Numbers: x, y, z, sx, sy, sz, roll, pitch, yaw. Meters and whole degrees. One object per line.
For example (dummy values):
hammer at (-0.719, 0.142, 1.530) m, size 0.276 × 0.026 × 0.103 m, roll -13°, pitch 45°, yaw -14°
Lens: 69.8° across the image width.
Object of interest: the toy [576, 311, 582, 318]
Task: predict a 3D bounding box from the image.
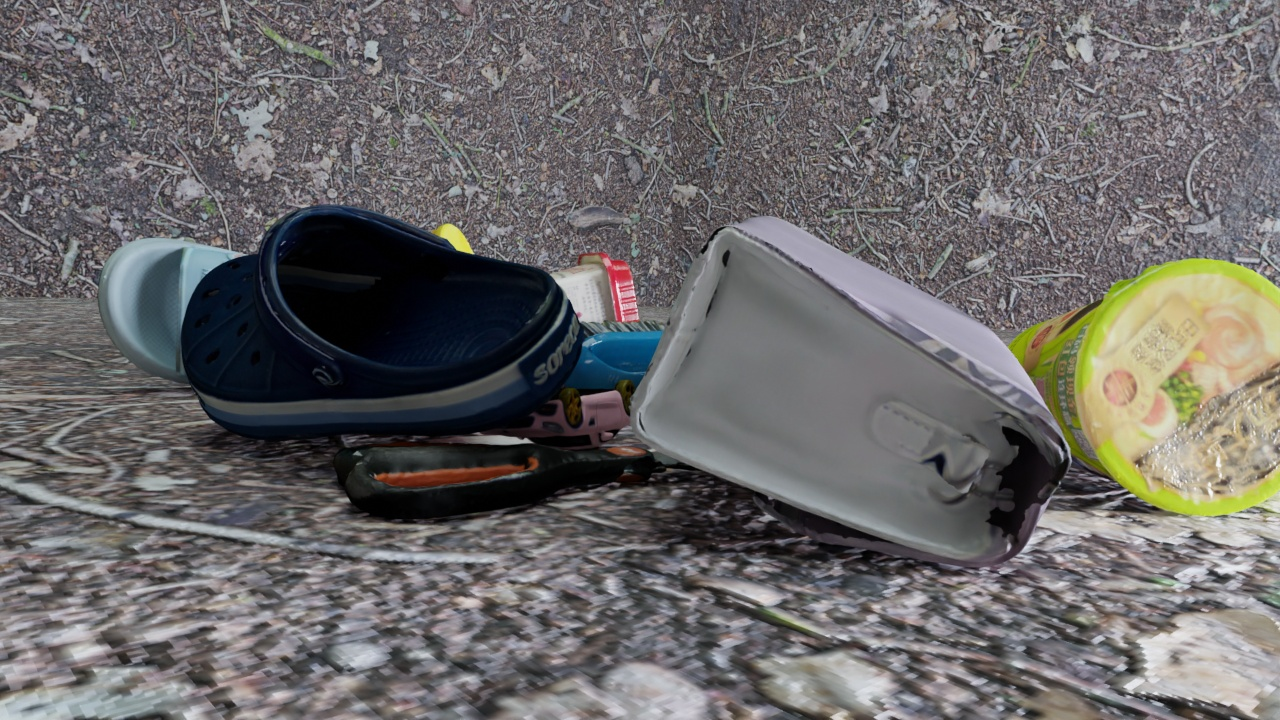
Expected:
toy at (-0.121, -0.005, 0.574) m, size 0.178 × 0.074 × 0.194 m, roll -13°, pitch 12°, yaw 1°

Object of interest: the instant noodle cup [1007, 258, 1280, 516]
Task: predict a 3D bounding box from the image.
instant noodle cup at (0.238, 0.014, 0.456) m, size 0.111 × 0.111 × 0.123 m, roll 2°, pitch -3°, yaw -4°

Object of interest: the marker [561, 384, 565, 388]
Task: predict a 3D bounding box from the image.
marker at (-0.115, 0.020, 0.680) m, size 0.145 × 0.017 × 0.017 m, roll -2°, pitch 7°, yaw -42°

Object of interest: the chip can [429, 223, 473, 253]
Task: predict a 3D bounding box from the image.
chip can at (-0.249, -0.055, 0.799) m, size 0.214 × 0.072 × 0.072 m, roll -15°, pitch 1°, yaw 12°

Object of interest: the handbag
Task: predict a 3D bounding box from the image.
handbag at (0.085, 0.005, 0.393) m, size 0.145 × 0.098 × 0.196 m, roll 22°, pitch 14°, yaw 7°

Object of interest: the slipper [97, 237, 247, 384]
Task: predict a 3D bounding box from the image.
slipper at (-0.264, -0.026, 0.683) m, size 0.245 × 0.104 × 0.074 m, roll 7°, pitch 1°, yaw -29°

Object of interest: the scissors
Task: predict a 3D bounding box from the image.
scissors at (-0.026, 0.043, 0.427) m, size 0.153 × 0.022 × 0.234 m, roll 6°, pitch 7°, yaw 43°

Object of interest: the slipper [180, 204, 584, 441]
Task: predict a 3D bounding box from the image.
slipper at (-0.146, -0.022, 0.442) m, size 0.253 × 0.095 × 0.104 m, roll 6°, pitch 42°, yaw 32°

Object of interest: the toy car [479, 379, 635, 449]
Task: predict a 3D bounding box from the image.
toy car at (-0.042, 0.029, 0.477) m, size 0.056 × 0.037 × 0.122 m, roll -3°, pitch 0°, yaw 21°

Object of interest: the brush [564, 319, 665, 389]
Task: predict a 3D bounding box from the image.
brush at (-0.004, 0.004, 0.726) m, size 0.073 × 0.055 × 0.143 m, roll 34°, pitch 23°, yaw 35°

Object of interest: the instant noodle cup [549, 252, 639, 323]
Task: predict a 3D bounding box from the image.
instant noodle cup at (-0.073, -0.031, 0.815) m, size 0.124 × 0.117 × 0.116 m, roll -11°, pitch 9°, yaw -16°
